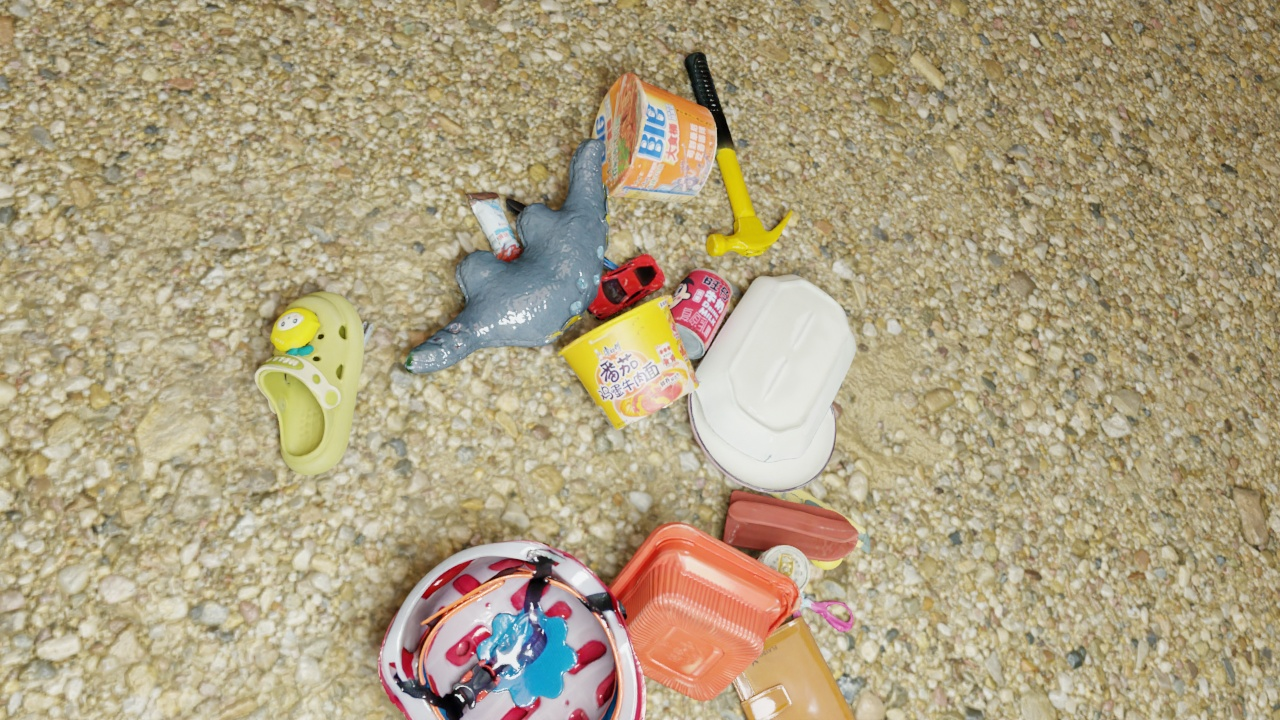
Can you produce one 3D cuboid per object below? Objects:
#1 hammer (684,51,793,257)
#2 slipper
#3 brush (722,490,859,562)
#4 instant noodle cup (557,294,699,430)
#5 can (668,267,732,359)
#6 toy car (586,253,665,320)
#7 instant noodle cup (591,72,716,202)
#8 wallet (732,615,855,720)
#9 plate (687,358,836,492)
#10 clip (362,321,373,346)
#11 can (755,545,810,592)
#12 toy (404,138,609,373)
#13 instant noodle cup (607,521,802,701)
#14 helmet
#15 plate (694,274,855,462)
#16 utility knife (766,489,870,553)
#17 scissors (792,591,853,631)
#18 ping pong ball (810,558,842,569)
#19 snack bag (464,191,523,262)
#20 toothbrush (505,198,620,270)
[{"bbox_3d":[0.113,-0.276,1.221,0.128,0.033,0.300,-9,73,-23],"label":"hammer"},{"bbox_3d":[-0.330,0.016,0.907,0.092,0.081,0.190,-7,74,18],"label":"slipper"},{"bbox_3d":[0.168,0.186,1.017,0.146,0.069,0.063,10,66,8],"label":"brush"},{"bbox_3d":[-0.006,0.006,1.017,0.137,0.138,0.110,-28,89,-27],"label":"instant noodle cup"},{"bbox_3d":[0.065,-0.057,1.100,0.066,0.067,0.093,32,63,-6],"label":"can"},{"bbox_3d":[-0.020,-0.088,1.096,0.106,0.031,0.049,-30,88,-20],"label":"toy car"},{"bbox_3d":[0.017,-0.263,1.123,0.111,0.152,0.151,7,67,-26],"label":"instant noodle cup"},{"bbox_3d":[0.153,0.359,0.985,0.119,0.035,0.130,-22,74,-18],"label":"wallet"},{"bbox_3d":[0.139,0.068,1.088,0.192,0.039,0.192,9,63,-18],"label":"plate"},{"bbox_3d":[-0.302,-0.018,0.976,0.043,0.027,0.058,25,63,0],"label":"clip"},{"bbox_3d":[0.137,0.232,0.971,0.053,0.133,0.053,3,68,-6],"label":"can"},{"bbox_3d":[-0.118,-0.094,1.026,0.138,0.092,0.355,47,66,-20],"label":"toy"},{"bbox_3d":[0.050,0.258,0.901,0.164,0.189,0.078,28,34,-7],"label":"instant noodle cup"},{"bbox_3d":[-0.109,0.280,0.859,0.206,0.144,0.240,-42,88,-8],"label":"helmet"},{"bbox_3d":[0.171,-0.002,1.090,0.162,0.034,0.264,37,58,-1],"label":"plate"},{"bbox_3d":[0.196,0.174,1.090,0.190,0.020,0.030,28,57,-3],"label":"utility knife"},{"bbox_3d":[0.188,0.278,1.044,0.130,0.017,0.133,2,66,-16],"label":"scissors"},{"bbox_3d":[0.214,0.221,1.060,0.040,0.040,0.040,7,68,-17],"label":"ping pong ball"},{"bbox_3d":[-0.167,-0.154,1.076,0.048,0.026,0.104,-15,76,-39],"label":"snack bag"},{"bbox_3d":[-0.081,-0.142,1.112,0.189,0.016,0.014,31,57,-9],"label":"toothbrush"}]
